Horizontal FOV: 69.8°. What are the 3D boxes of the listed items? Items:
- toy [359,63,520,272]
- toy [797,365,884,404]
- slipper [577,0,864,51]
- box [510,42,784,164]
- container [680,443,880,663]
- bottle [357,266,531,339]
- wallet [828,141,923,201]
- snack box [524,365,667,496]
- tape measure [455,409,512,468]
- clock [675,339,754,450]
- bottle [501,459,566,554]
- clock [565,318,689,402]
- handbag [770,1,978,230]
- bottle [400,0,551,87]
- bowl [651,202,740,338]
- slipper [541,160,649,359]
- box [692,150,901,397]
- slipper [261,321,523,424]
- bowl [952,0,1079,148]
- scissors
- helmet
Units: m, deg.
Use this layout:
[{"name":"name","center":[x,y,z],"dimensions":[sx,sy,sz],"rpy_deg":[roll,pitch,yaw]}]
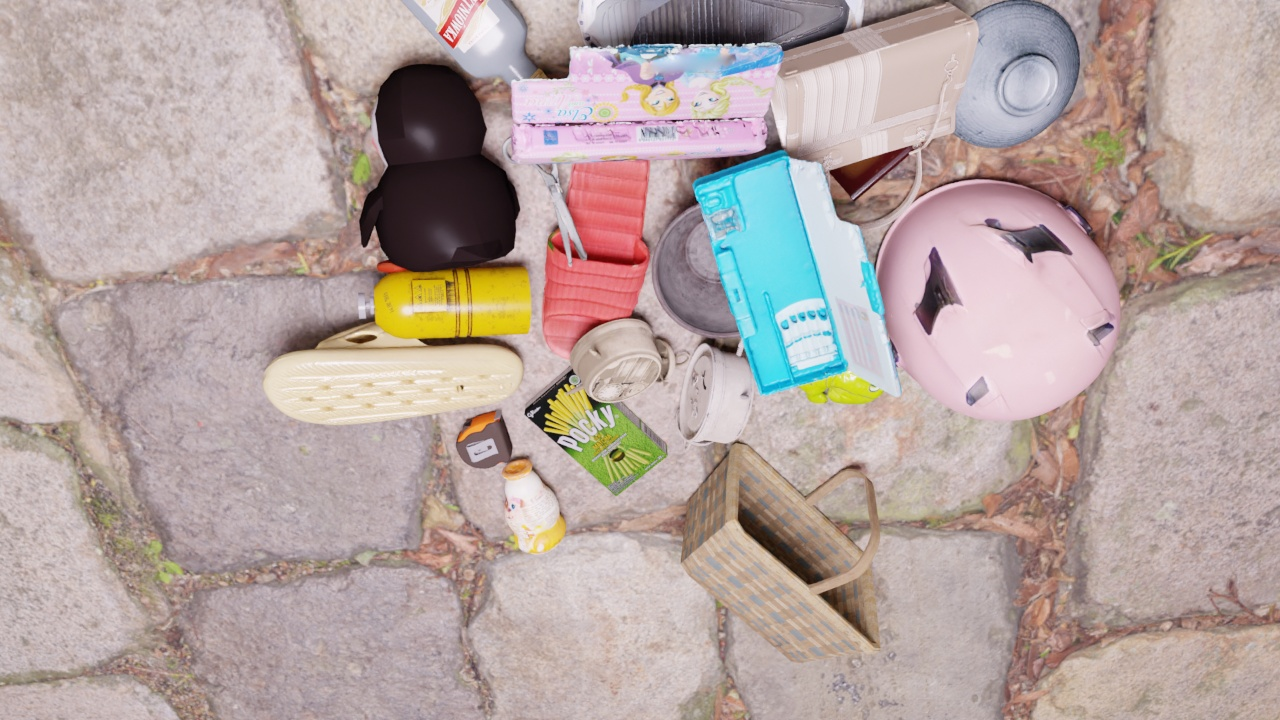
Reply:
[{"name":"toy","center":[-0.183,-0.178,0.842],"dimensions":[0.158,0.140,0.184],"rpy_deg":[-17,108,-33]},{"name":"toy","center":[0.221,0.021,0.994],"dimensions":[0.093,0.036,0.094],"rpy_deg":[25,135,-17]},{"name":"slipper","center":[0.071,-0.304,0.826],"dimensions":[0.263,0.063,0.111],"rpy_deg":[-8,120,-10]},{"name":"box","center":[0.002,-0.209,0.803],"dimensions":[0.230,0.161,0.062],"rpy_deg":[-4,77,-8]},{"name":"container","center":[0.185,0.207,1.025],"dimensions":[0.187,0.157,0.250],"rpy_deg":[-37,111,27]},{"name":"bottle","center":[-0.196,-0.058,0.914],"dimensions":[0.163,0.071,0.071],"rpy_deg":[-3,117,-15]},{"name":"wallet","center":[0.208,-0.225,0.891],"dimensions":[0.092,0.018,0.115],"rpy_deg":[-41,113,17]},{"name":"snack box","center":[-0.049,0.078,1.027],"dimensions":[0.080,0.025,0.147],"rpy_deg":[-40,110,17]},{"name":"tape measure","center":[-0.176,0.092,1.026],"dimensions":[0.059,0.038,0.058],"rpy_deg":[-12,115,5]},{"name":"clock","center":[0.078,0.050,0.985],"dimensions":[0.061,0.103,0.157],"rpy_deg":[11,141,-13]},{"name":"bottle","center":[-0.126,0.167,1.048],"dimensions":[0.063,0.063,0.109],"rpy_deg":[-13,117,5]},{"name":"clock","center":[-0.006,0.005,0.962],"dimensions":[0.140,0.054,0.093],"rpy_deg":[-2,142,-31]},{"name":"handbag","center":[0.216,-0.208,0.863],"dimensions":[0.175,0.062,0.198],"rpy_deg":[-18,131,-3]},{"name":"bottle","center":[-0.145,-0.301,0.831],"dimensions":[0.072,0.046,0.161],"rpy_deg":[-38,110,16]},{"name":"bowl","center":[0.083,-0.101,0.919],"dimensions":[0.145,0.067,0.145],"rpy_deg":[0,116,-1]},{"name":"slipper","center":[-0.043,-0.106,0.921],"dimensions":[0.103,0.059,0.249],"rpy_deg":[11,114,-6]},{"name":"box","center":[0.153,-0.077,0.849],"dimensions":[0.171,0.085,0.227],"rpy_deg":[0,122,38]},{"name":"slipper","center":[-0.256,0.007,0.966],"dimensions":[0.261,0.079,0.112],"rpy_deg":[-3,139,-16]},{"name":"bowl","center":[0.349,-0.259,0.850],"dimensions":[0.137,0.057,0.137],"rpy_deg":[0,116,0]},{"name":"scissors","center":[-0.076,-0.177,0.880],"dimensions":[0.161,0.014,0.118],"rpy_deg":[47,110,9]},{"name":"helmet","center":[0.353,-0.049,0.909],"dimensions":[0.230,0.152,0.255],"rpy_deg":[-29,107,16]}]
